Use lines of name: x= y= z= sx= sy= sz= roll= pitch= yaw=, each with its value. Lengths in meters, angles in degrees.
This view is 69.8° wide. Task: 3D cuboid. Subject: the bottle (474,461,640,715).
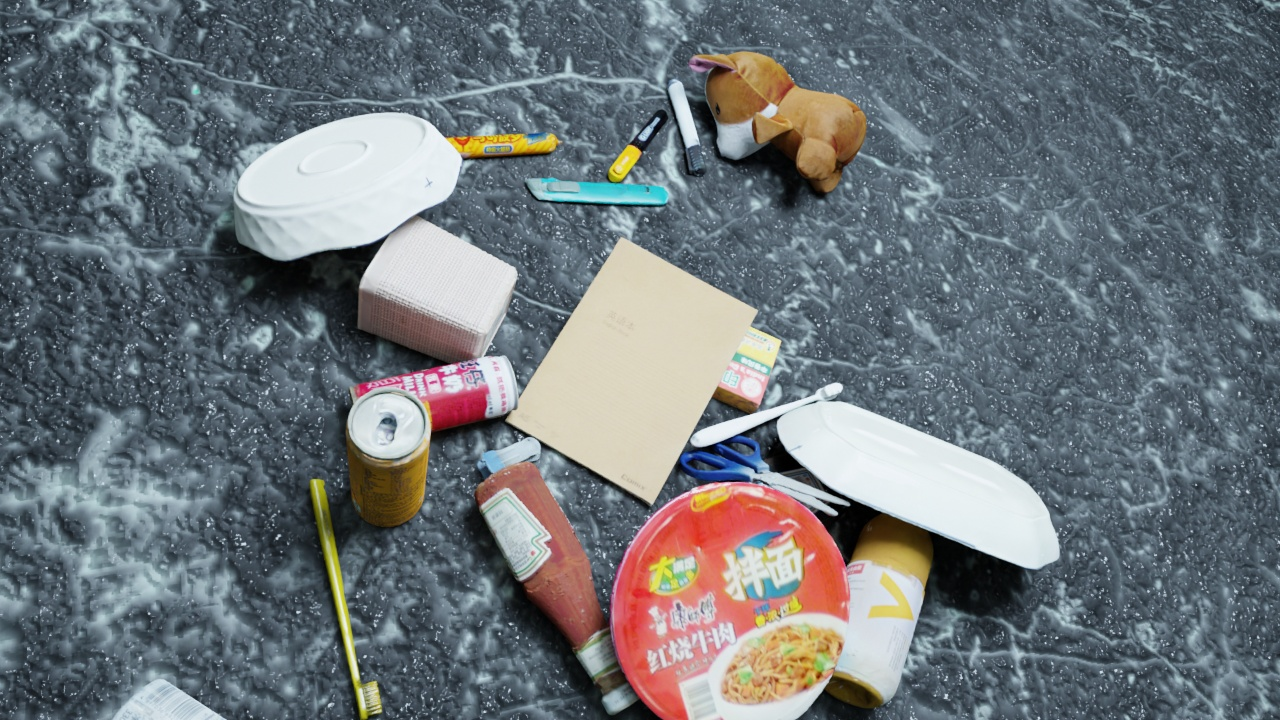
bottle: x=-0.061 y=0.178 z=0.724 sx=0.059 sy=0.060 sz=0.206 roll=-25 pitch=73 yaw=-26

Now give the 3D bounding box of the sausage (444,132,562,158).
sausage: x=-0.160 y=-0.219 z=0.939 sx=0.165 sy=0.022 sz=0.021 roll=-8 pitch=64 yaw=-19

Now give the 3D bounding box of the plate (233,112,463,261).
plate: x=-0.262 y=-0.162 z=0.809 sx=0.205 sy=0.046 sz=0.204 roll=-10 pitch=38 yaw=7

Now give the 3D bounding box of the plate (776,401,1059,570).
plate: x=0.249 y=0.098 z=0.810 sx=0.265 sy=0.034 sz=0.161 roll=22 pitch=20 yaw=-2

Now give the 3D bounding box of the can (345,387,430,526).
can: x=-0.190 y=0.076 z=0.692 sx=0.058 sy=0.146 sz=0.058 roll=7 pitch=60 yaw=-12

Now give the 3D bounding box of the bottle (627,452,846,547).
bottle: x=0.082 y=0.139 z=0.792 sx=0.194 sy=0.044 sz=0.080 roll=-18 pitch=66 yaw=-22

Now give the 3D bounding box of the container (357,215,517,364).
container: x=-0.176 y=-0.056 z=0.806 sx=0.111 sy=0.090 sz=0.089 roll=25 pitch=58 yaw=-4

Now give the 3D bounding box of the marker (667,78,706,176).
marker: x=0.050 y=-0.261 z=1.021 sx=0.022 sy=0.018 sz=0.130 roll=-10 pitch=65 yaw=-9

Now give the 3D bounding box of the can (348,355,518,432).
can: x=-0.173 y=0.033 z=0.774 sx=0.132 sy=0.053 sz=0.053 roll=-13 pitch=66 yaw=-20

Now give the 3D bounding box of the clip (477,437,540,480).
clip: x=-0.110 y=0.083 z=0.787 sx=0.058 sy=0.045 sz=0.027 roll=-25 pitch=69 yaw=-32

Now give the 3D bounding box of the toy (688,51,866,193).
toy: x=0.142 y=-0.263 z=1.000 sx=0.199 sy=0.140 sz=0.130 roll=43 pitch=101 yaw=12

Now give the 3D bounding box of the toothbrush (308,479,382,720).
toothbrush: x=-0.227 y=0.178 z=0.703 sx=0.016 sy=0.016 sz=0.190 roll=-10 pitch=65 yaw=-25

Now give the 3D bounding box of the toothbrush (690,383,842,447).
toothbrush: x=0.120 y=0.050 z=0.854 sx=0.179 sy=0.016 sz=0.016 roll=-17 pitch=72 yaw=-30

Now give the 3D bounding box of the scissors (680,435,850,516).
scissors: x=0.112 y=0.094 z=0.779 sx=0.174 sy=0.012 sz=0.124 roll=3 pitch=24 yaw=26

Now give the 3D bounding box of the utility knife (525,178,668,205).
utility knife: x=-0.043 y=-0.175 z=0.951 sx=0.151 sy=0.013 sz=0.029 roll=0 pitch=64 yaw=-15

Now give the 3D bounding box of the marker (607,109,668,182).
marker: x=-0.001 y=-0.235 z=0.994 sx=0.018 sy=0.015 sz=0.123 roll=33 pitch=57 yaw=-1

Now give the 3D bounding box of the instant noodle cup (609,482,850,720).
instant noodle cup: x=0.063 y=0.191 z=0.719 sx=0.193 sy=0.066 sz=0.193 roll=1 pitch=85 yaw=-15

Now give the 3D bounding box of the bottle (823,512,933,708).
bottle: x=0.205 y=0.195 z=0.778 sx=0.068 sy=0.068 sz=0.189 roll=29 pitch=57 yaw=2

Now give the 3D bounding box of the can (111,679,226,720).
can: x=-0.281 y=0.274 z=0.610 sx=0.147 sy=0.058 sz=0.058 roll=31 pitch=58 yaw=3

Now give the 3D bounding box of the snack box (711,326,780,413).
snack box: x=0.051 y=-0.015 z=0.878 sx=0.156 sy=0.027 sz=0.076 roll=24 pitch=60 yaw=-1

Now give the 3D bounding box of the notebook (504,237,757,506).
notebook: x=-0.005 y=0.005 z=0.836 sx=0.149 sy=0.012 sz=0.211 roll=29 pitch=71 yaw=4
